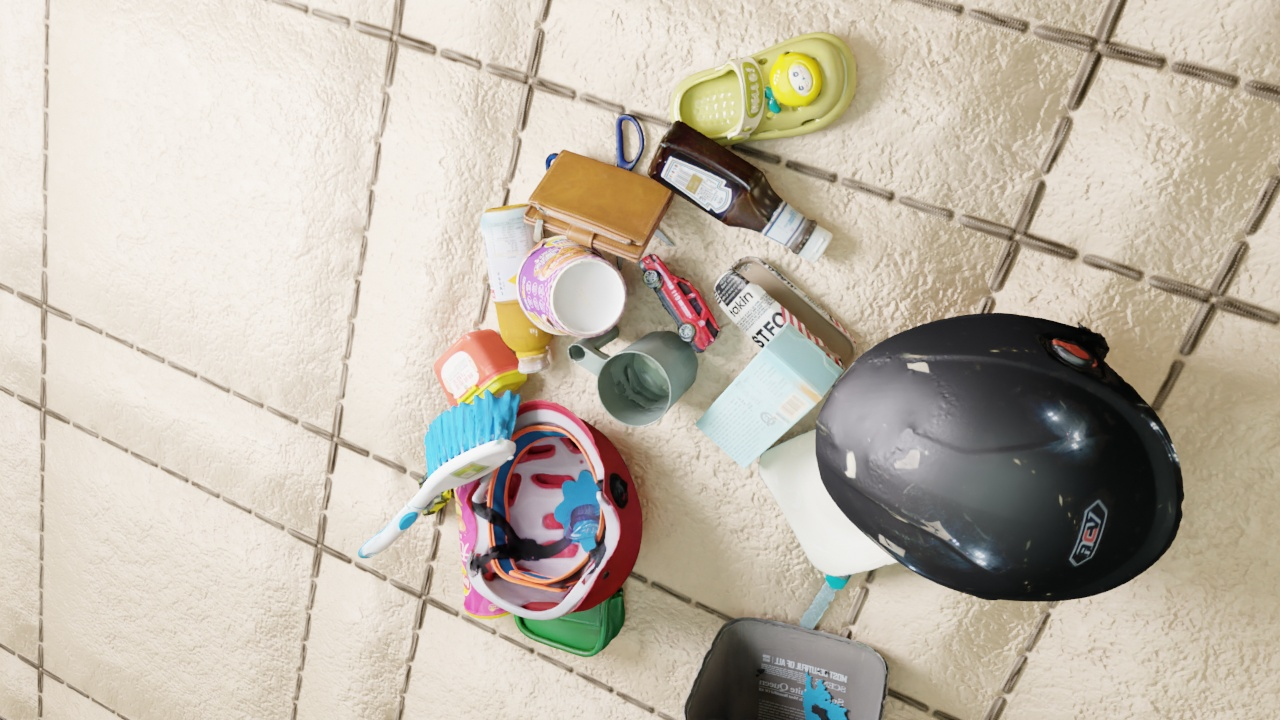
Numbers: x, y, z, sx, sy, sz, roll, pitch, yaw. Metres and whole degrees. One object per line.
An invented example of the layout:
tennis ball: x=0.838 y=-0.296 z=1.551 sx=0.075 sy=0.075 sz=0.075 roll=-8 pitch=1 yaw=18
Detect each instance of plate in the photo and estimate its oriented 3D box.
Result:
plate: x=0.219 y=0.143 z=0.970 sx=0.164 sy=0.034 sz=0.164 roll=-29 pitch=91 yaw=44

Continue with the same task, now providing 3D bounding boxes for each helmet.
helmet: x=-0.085 y=0.175 z=1.058 sx=0.207 sy=0.143 sz=0.239 roll=-9 pitch=72 yaw=32
helmet: x=0.286 y=0.082 z=0.767 sx=0.275 sy=0.229 sz=0.234 roll=37 pitch=123 yaw=51

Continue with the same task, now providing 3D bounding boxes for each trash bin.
trash bin: x=0.161 y=0.441 z=1.021 sx=0.199 sy=0.198 sz=0.220 roll=9 pitch=118 yaw=21

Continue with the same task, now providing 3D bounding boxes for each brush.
brush: x=-0.247 y=0.140 z=1.081 sx=0.315 sy=0.060 sz=0.109 roll=-29 pitch=57 yaw=36

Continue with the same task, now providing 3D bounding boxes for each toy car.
toy car: x=-0.257 y=0.164 z=1.163 sx=0.105 sy=0.032 sz=0.048 roll=-42 pitch=55 yaw=56
toy car: x=0.042 y=-0.064 z=0.985 sx=0.045 sy=0.053 sz=0.120 roll=-37 pitch=98 yaw=3

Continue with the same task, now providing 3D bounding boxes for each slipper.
slipper: x=0.111 y=-0.253 z=0.885 sx=0.191 sy=0.081 sz=0.092 roll=-9 pitch=105 yaw=26

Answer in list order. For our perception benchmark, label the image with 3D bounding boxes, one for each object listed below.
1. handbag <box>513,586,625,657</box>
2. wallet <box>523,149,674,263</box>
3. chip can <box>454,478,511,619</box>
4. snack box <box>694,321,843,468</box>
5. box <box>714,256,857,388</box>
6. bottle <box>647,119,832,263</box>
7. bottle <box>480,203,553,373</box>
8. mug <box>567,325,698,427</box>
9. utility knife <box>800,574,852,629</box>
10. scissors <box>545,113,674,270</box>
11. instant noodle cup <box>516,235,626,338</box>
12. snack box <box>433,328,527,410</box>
handbag: x=-0.084 y=0.297 z=1.142 sx=0.131 sy=0.067 sz=0.120 roll=14 pitch=103 yaw=18
wallet: x=-0.045 y=-0.159 z=0.946 sx=0.131 sy=0.118 sz=0.035 roll=21 pitch=150 yaw=9
chip can: x=-0.195 y=0.214 z=1.151 sx=0.071 sy=0.071 sz=0.211 roll=4 pitch=107 yaw=20
snack box: x=0.128 y=0.040 z=0.945 sx=0.074 sy=0.051 sz=0.175 roll=43 pitch=143 yaw=5
box: x=0.153 y=-0.042 z=0.957 sx=0.163 sy=0.081 sz=0.075 roll=39 pitch=145 yaw=4
bottle: x=0.102 y=-0.163 z=0.921 sx=0.195 sy=0.044 sz=0.080 roll=32 pitch=156 yaw=0
bottle: x=-0.135 y=-0.080 z=1.039 sx=0.068 sy=0.067 sz=0.189 roll=-2 pitch=105 yaw=22
mug: x=-0.006 y=0.006 z=0.996 sx=0.124 sy=0.103 sz=0.084 roll=34 pitch=115 yaw=10
utility knife: x=0.231 y=0.224 z=1.019 sx=0.029 sy=0.013 sz=0.222 roll=29 pitch=115 yaw=11
scissors: x=-0.030 y=-0.186 z=0.998 sx=0.176 sy=0.012 sz=0.163 roll=26 pitch=115 yaw=10
instant noodle cup: x=-0.069 y=-0.073 z=0.973 sx=0.111 sy=0.099 sz=0.111 roll=-4 pitch=104 yaw=-17
snack box: x=-0.193 y=0.014 z=1.087 sx=0.091 sy=0.081 sz=0.080 roll=-39 pitch=80 yaw=28
